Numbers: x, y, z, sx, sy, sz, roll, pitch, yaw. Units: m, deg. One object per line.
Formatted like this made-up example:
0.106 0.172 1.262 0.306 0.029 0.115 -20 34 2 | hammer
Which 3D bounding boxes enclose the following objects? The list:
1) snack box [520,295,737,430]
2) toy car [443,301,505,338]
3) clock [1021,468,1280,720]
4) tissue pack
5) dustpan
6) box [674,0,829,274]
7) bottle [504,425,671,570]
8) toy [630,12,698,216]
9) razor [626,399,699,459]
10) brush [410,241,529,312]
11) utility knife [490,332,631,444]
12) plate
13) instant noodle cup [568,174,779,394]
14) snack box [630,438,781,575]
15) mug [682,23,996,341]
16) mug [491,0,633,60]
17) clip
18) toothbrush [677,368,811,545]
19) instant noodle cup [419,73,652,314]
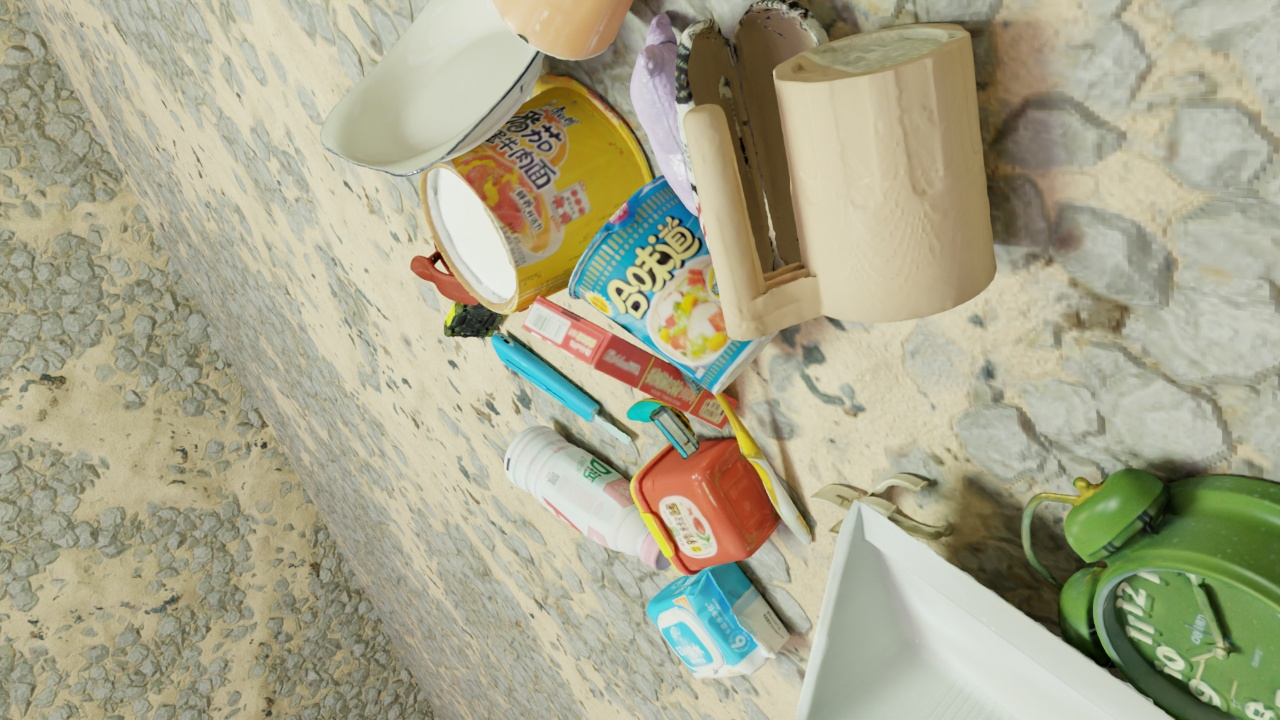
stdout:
-0.004 0.004 0.617 0.075 0.025 0.152 29 -179 41 | snack box
-0.159 -0.048 0.880 0.105 0.048 0.032 141 127 -63 | toy car
0.244 0.106 0.402 0.161 0.056 0.116 26 139 44 | clock
0.063 0.231 0.808 0.090 0.063 0.140 52 152 6 | tissue pack
0.179 0.239 0.523 0.223 0.142 0.258 35 166 33 | dustpan
0.074 -0.094 0.457 0.088 0.076 0.163 -7 119 23 | box
-0.045 0.131 0.871 0.197 0.068 0.068 30 143 35 | bottle
0.023 -0.127 0.496 0.039 0.083 0.108 -15 123 20 | toy
0.012 0.045 0.714 0.043 0.028 0.133 47 170 -11 | razor
-0.139 -0.078 0.745 0.146 0.069 0.063 22 137 54 | brush
-0.074 0.028 0.853 0.191 0.018 0.034 33 149 33 | utility knife
-0.115 -0.175 0.571 0.164 0.164 0.034 28 167 45 | plate
0.028 -0.039 0.551 0.110 0.099 0.099 43 150 8 | instant noodle cup
0.052 0.105 0.684 0.080 0.081 0.091 -19 105 48 | snack box
0.085 -0.074 0.392 0.084 0.124 0.104 -115 8 -62 | mug
-0.021 -0.219 0.455 0.078 0.078 0.123 55 146 1 | mug
0.140 0.085 0.570 0.105 0.034 0.083 21 140 59 | clip
0.074 0.066 0.627 0.016 0.018 0.191 21 149 56 | toothbrush
-0.074 -0.103 0.616 0.138 0.109 0.138 39 148 30 | instant noodle cup
